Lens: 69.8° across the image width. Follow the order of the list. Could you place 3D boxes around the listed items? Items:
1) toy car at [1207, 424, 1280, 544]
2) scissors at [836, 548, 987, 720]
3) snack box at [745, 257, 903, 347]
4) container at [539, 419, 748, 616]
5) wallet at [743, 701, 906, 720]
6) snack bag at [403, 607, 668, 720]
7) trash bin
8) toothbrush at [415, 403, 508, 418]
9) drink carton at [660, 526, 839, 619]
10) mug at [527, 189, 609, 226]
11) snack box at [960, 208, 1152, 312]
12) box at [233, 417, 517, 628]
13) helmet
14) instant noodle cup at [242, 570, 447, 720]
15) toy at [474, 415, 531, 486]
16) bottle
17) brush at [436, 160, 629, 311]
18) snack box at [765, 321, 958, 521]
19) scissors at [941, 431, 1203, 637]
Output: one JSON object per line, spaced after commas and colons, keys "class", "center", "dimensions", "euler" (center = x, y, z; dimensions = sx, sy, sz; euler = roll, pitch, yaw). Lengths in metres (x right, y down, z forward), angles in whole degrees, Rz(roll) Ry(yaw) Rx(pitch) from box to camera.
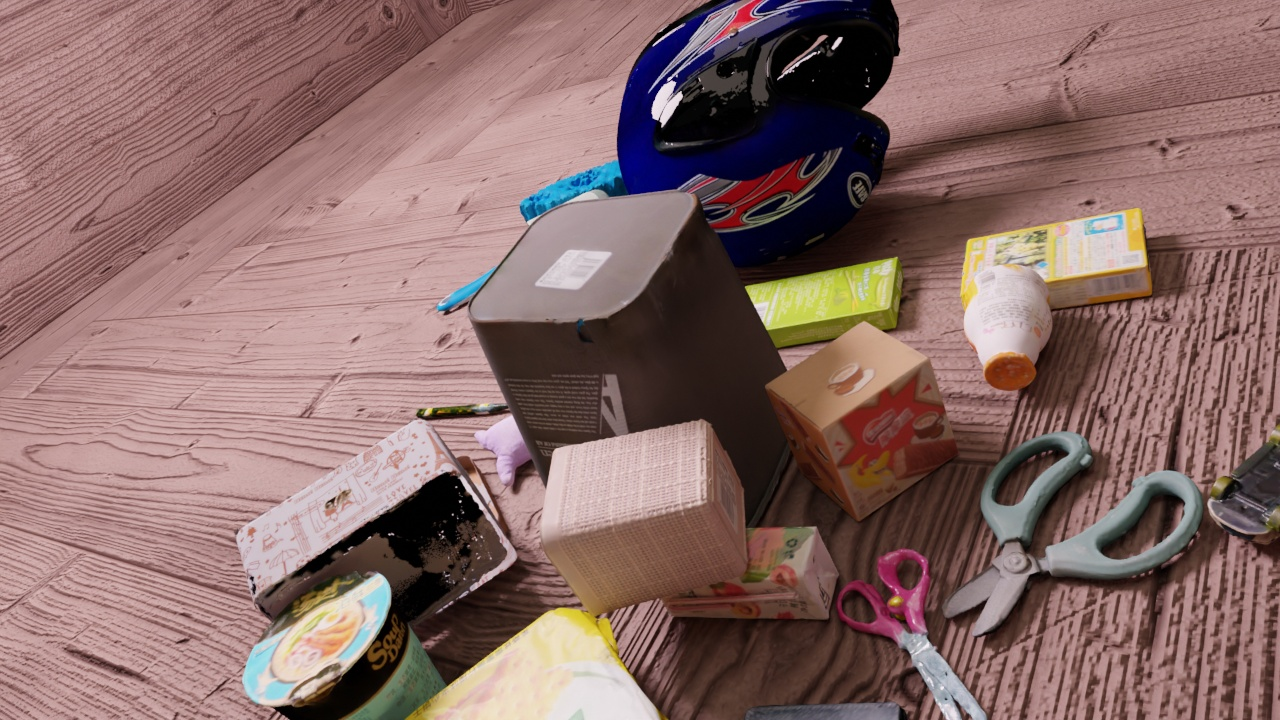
{"class": "toy car", "center": [0.366, 0.071, 0.520], "dimensions": [0.090, 0.035, 0.042], "euler": [-35, 30, -10]}
{"class": "scissors", "center": [0.159, 0.174, 0.551], "dimensions": [0.072, 0.017, 0.137], "euler": [-31, 35, 13]}
{"class": "snack box", "center": [0.166, -0.051, 0.868], "dimensions": [0.157, 0.026, 0.085], "euler": [-10, 35, 28]}
{"class": "container", "center": [0.007, 0.101, 0.604], "dimensions": [0.111, 0.090, 0.089], "euler": [-16, 37, 16]}
{"class": "wallet", "center": [0.093, 0.240, 0.500], "dimensions": [0.097, 0.019, 0.120], "euler": [-12, 33, 26]}
{"class": "snack bag", "center": [-0.090, 0.267, 0.554], "dimensions": [0.246, 0.068, 0.158], "euler": [-36, 31, -13]}
{"class": "trash bin", "center": [-0.004, 0.004, 0.720], "dimensions": [0.199, 0.220, 0.198], "euler": [0, 44, 32]}
{"class": "toothbrush", "center": [-0.176, 0.055, 0.992], "dimensions": [0.186, 0.012, 0.017], "euler": [-5, 48, 33]}
{"class": "drink carton", "center": [0.066, 0.147, 0.624], "dimensions": [0.123, 0.053, 0.045], "euler": [-8, 36, 30]}
{"class": "mug", "center": [-0.079, -0.164, 1.156], "dimensions": [0.106, 0.082, 0.112], "euler": [-26, -1, -4]}
{"class": "snack box", "center": [0.344, -0.080, 0.765], "dimensions": [0.141, 0.034, 0.086], "euler": [-7, 37, 29]}
{"class": "box", "center": [-0.224, 0.131, 0.772], "dimensions": [0.180, 0.158, 0.217], "euler": [-33, 31, -8]}
{"class": "helmet", "center": [0.133, -0.228, 0.943], "dimensions": [0.316, 0.247, 0.240], "euler": [-23, 73, 21]}
{"class": "instant noodle cup", "center": [-0.193, 0.228, 0.642], "dimensions": [0.111, 0.120, 0.111], "euler": [-20, 30, 12]}
{"class": "toy", "center": [-0.101, 0.069, 0.887], "dimensions": [0.108, 0.039, 0.084], "euler": [-28, 45, -10]}
{"class": "bottle", "center": [0.281, -0.025, 0.702], "dimensions": [0.063, 0.063, 0.108], "euler": [-10, 36, 27]}
{"class": "brush", "center": [-0.144, -0.166, 1.235], "dimensions": [0.314, 0.109, 0.060], "euler": [-23, 39, -6]}
{"class": "snack box", "center": [0.160, 0.043, 0.665], "dimensions": [0.092, 0.094, 0.077], "euler": [-32, 31, -8]}
{"class": "scissors", "center": [0.248, 0.104, 0.582], "dimensions": [0.179, 0.019, 0.161], "euler": [-31, 32, -1]}
